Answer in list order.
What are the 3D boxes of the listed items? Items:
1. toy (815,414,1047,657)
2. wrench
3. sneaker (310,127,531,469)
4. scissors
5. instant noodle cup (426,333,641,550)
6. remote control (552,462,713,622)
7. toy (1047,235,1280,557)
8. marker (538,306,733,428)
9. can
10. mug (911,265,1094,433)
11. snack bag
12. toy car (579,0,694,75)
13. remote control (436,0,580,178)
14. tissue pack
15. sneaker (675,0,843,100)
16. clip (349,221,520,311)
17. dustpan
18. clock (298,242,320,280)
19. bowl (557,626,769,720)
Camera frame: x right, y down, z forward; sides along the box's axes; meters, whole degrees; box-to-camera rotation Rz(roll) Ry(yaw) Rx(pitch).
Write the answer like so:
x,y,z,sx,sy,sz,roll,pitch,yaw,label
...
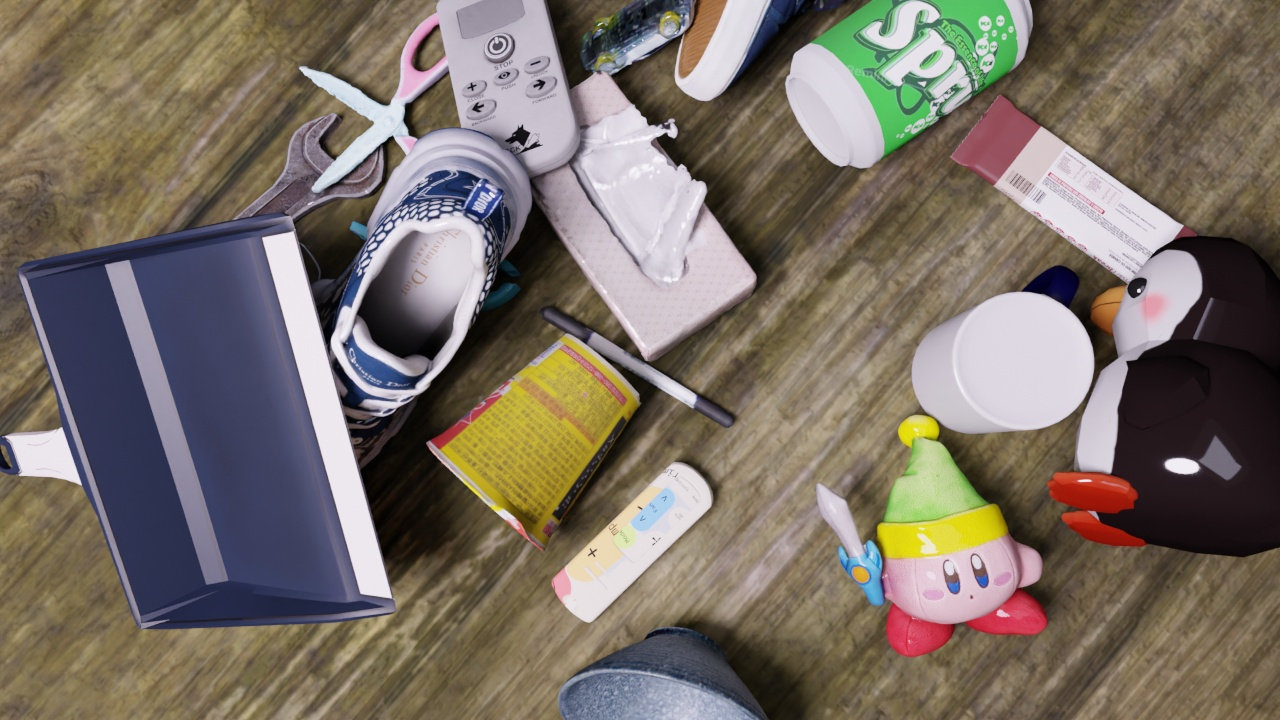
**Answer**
x,y,z,sx,sy,sz,roll,pitch,yaw,label
0.179,0.109,0.575,0.124,0.096,0.131,-12,102,8,toy
-0.294,-0.074,0.645,0.273,0.010,0.070,-40,84,-1,wrench
-0.157,-0.008,0.543,0.103,0.132,0.270,32,104,-20,sneaker
-0.153,-0.164,0.637,0.177,0.013,0.170,44,81,1,scissors
-0.062,0.045,0.584,0.100,0.100,0.112,40,78,6,instant noodle cup
-0.005,0.119,0.606,0.125,0.018,0.038,-44,84,0,remote control
0.333,0.014,0.536,0.140,0.159,0.183,5,68,35,toy
-0.004,0.004,0.620,0.152,0.011,0.011,31,87,5,marker
0.171,-0.193,0.590,0.140,0.088,0.088,-34,84,-1,can
0.227,-0.009,0.564,0.078,0.097,0.112,35,87,6,mug
0.288,-0.110,0.613,0.158,0.013,0.057,38,90,6,snack bag
-0.001,-0.223,0.623,0.090,0.027,0.038,-21,62,29,toy car
-0.088,-0.188,0.604,0.074,0.019,0.151,-18,70,9,remote control
-0.006,-0.101,0.605,0.104,0.071,0.181,-34,80,0,tissue pack
0.136,-0.278,0.605,0.127,0.121,0.294,35,85,-17,sneaker
-0.140,-0.062,0.628,0.116,0.026,0.097,-1,87,3,clip
-0.293,0.049,0.551,0.274,0.079,0.236,-2,106,36,dustpan
-0.271,-0.038,0.617,0.119,0.042,0.094,-32,96,-1,clock
0.022,0.203,0.566,0.137,0.137,0.057,16,46,5,bowl
